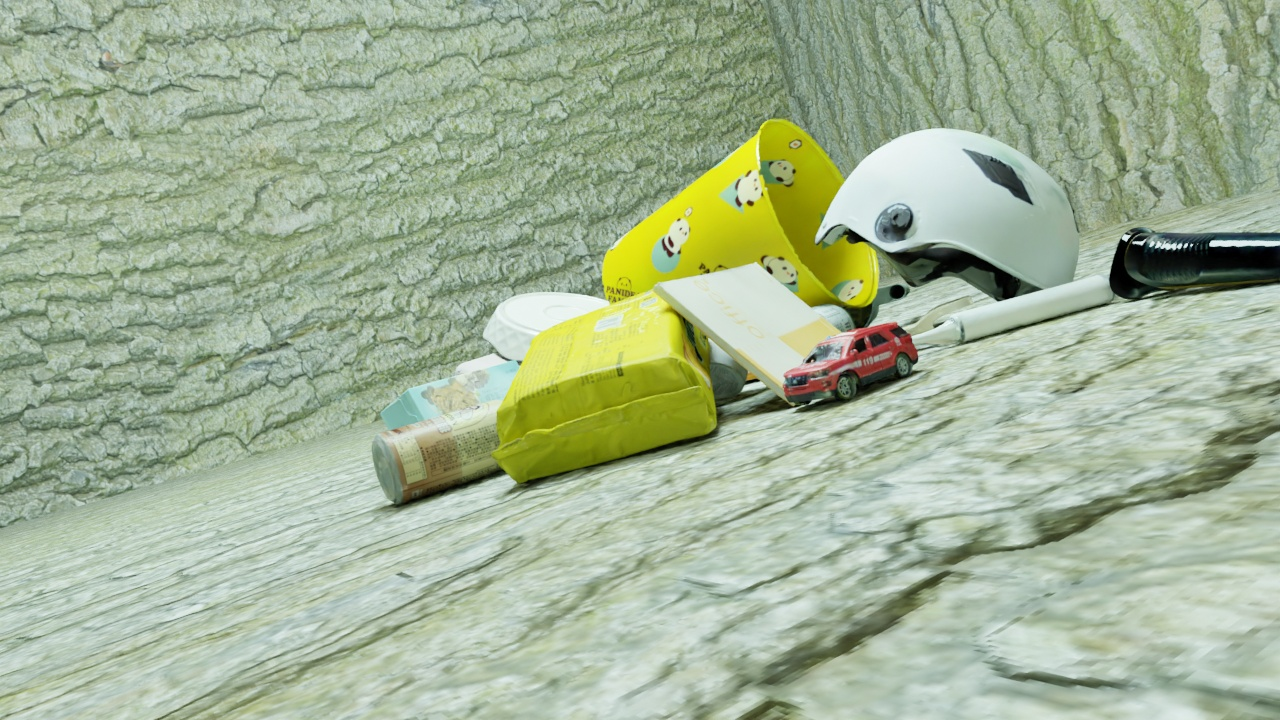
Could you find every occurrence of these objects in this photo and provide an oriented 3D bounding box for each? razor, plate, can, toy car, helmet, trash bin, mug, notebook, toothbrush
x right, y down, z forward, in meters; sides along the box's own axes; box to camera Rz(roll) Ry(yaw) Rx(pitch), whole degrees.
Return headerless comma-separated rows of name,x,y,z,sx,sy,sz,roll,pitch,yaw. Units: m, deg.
razor,0.439,-0.076,0.705,0.067,0.062,0.167,17,-1,-17
plate,-0.096,-0.043,1.184,0.205,0.046,0.204,6,21,-2
can,-0.153,0.072,0.743,0.116,0.058,0.059,-16,3,-29
toy car,0.153,0.002,0.674,0.120,0.045,0.053,-20,4,-39
helmet,0.320,-0.149,0.915,0.228,0.146,0.259,15,4,-33
trash bin,0.107,-0.117,1.078,0.256,0.229,0.229,-27,-5,35
can,0.162,-0.019,0.900,0.058,0.058,0.146,-13,3,33
mug,0.284,-0.076,1.183,0.124,0.083,0.103,-13,1,21
notebook,0.111,-0.030,0.782,0.205,0.146,0.010,-18,-35,-59
toothbrush,0.299,-0.034,0.791,0.221,0.026,0.027,-15,-8,-3

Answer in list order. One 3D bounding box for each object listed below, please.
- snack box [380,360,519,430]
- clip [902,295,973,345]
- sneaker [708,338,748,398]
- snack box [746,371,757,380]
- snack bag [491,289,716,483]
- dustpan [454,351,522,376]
snack box,-0.174,0.055,0.929,0.052,0.074,0.174,-36,-9,31
clip,0.254,-0.026,0.824,0.099,0.034,0.066,-19,2,15
sneaker,-0.008,-0.002,0.898,0.243,0.089,0.090,-11,49,27
snack box,0.132,0.000,0.998,0.075,0.026,0.153,-15,1,21
snack bag,-0.024,0.004,0.735,0.158,0.068,0.246,-16,19,8
dustpan,-0.122,0.071,1.138,0.274,0.139,0.222,18,19,27
